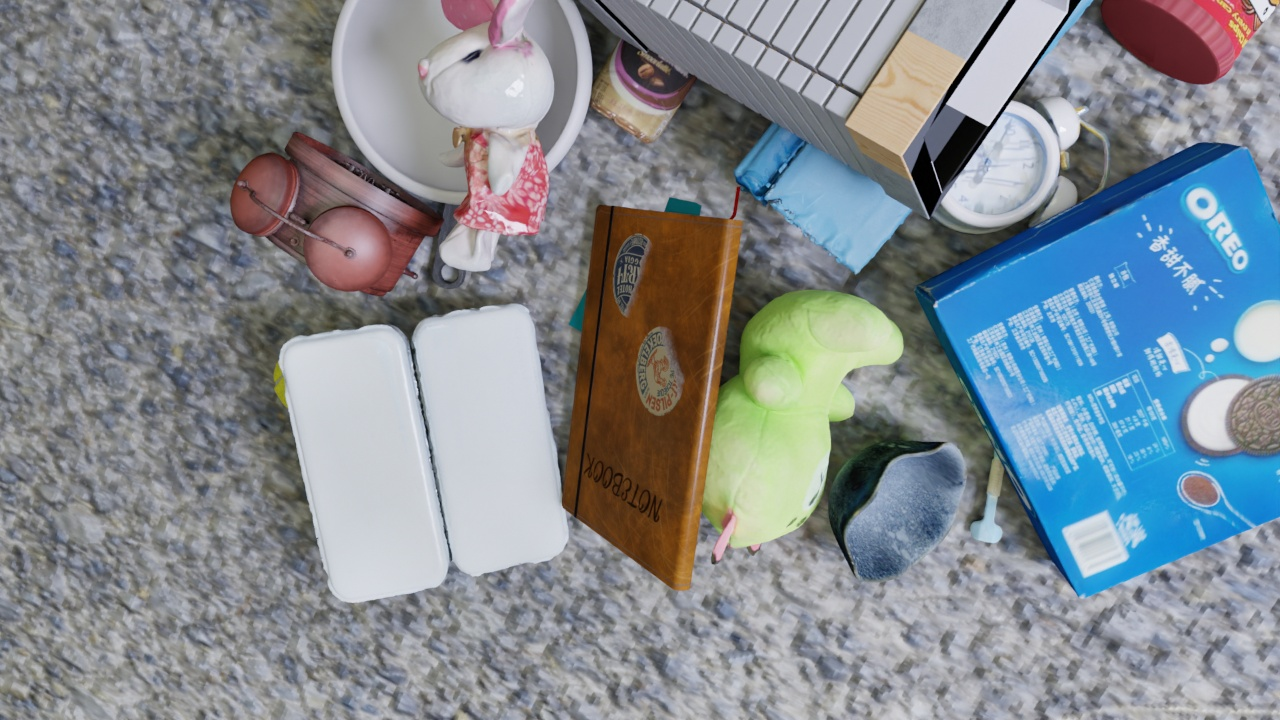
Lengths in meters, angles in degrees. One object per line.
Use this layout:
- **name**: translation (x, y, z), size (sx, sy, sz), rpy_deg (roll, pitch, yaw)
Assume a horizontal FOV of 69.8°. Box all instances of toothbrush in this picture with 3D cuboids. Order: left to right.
- **toothbrush**: translation (0.256, 0.053, 0.648), size (0.022, 0.016, 0.155), rpy_deg (9, 98, 19)

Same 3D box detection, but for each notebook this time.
- **notebook**: translation (-0.003, 0.006, 0.632), size (0.014, 0.179, 0.249), rpy_deg (2, 101, -32)

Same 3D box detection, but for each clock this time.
- **clock**: translation (-0.213, -0.101, 0.643), size (0.120, 0.157, 0.072), rpy_deg (32, 96, 5)
- **clock**: translation (0.244, -0.130, 0.609), size (0.125, 0.052, 0.089), rpy_deg (-1, 96, 8)

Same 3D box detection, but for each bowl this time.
- **bowl**: translation (-0.118, -0.199, 0.640), size (0.176, 0.066, 0.177), rpy_deg (1, 102, 4)
- **bowl**: translation (0.170, 0.096, 0.639), size (0.055, 0.110, 0.110), rpy_deg (38, 107, 49)

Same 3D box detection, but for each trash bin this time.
- **trash bin**: translation (0.085, -0.213, 0.494), size (0.247, 0.142, 0.142), rpy_deg (37, 101, 20)

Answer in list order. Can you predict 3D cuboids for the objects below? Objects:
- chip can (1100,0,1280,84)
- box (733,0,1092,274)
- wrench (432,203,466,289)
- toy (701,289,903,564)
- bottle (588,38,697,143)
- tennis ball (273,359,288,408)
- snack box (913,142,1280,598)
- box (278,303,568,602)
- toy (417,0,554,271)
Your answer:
- **chip can**: translation (0.385, -0.277, 0.544), size (0.087, 0.087, 0.213), rpy_deg (40, 102, 3)
- **box**: translation (0.174, -0.176, 0.595), size (0.111, 0.094, 0.232), rpy_deg (39, 101, 1)
- **wrench**: translation (-0.120, -0.187, 0.686), size (0.073, 0.018, 0.273), rpy_deg (14, 101, 6)
- **toy**: translation (0.091, 0.040, 0.617), size (0.107, 0.150, 0.197), rpy_deg (40, 102, 21)
- **bottle**: translation (0.029, -0.233, 0.629), size (0.059, 0.059, 0.166), rpy_deg (35, 102, 4)
- **tennis ball**: translation (-0.249, 0.014, 0.711), size (0.065, 0.065, 0.065), rpy_deg (1, 98, 10)
- **snack box**: translation (0.320, 0.011, 0.589), size (0.196, 0.056, 0.239), rpy_deg (-28, 102, 12)
- **box**: translation (-0.158, 0.070, 0.686), size (0.191, 0.045, 0.209), rpy_deg (-8, 101, -9)
- **toy**: translation (-0.094, -0.152, 0.563), size (0.084, 0.159, 0.194), rpy_deg (-7, 120, -25)
